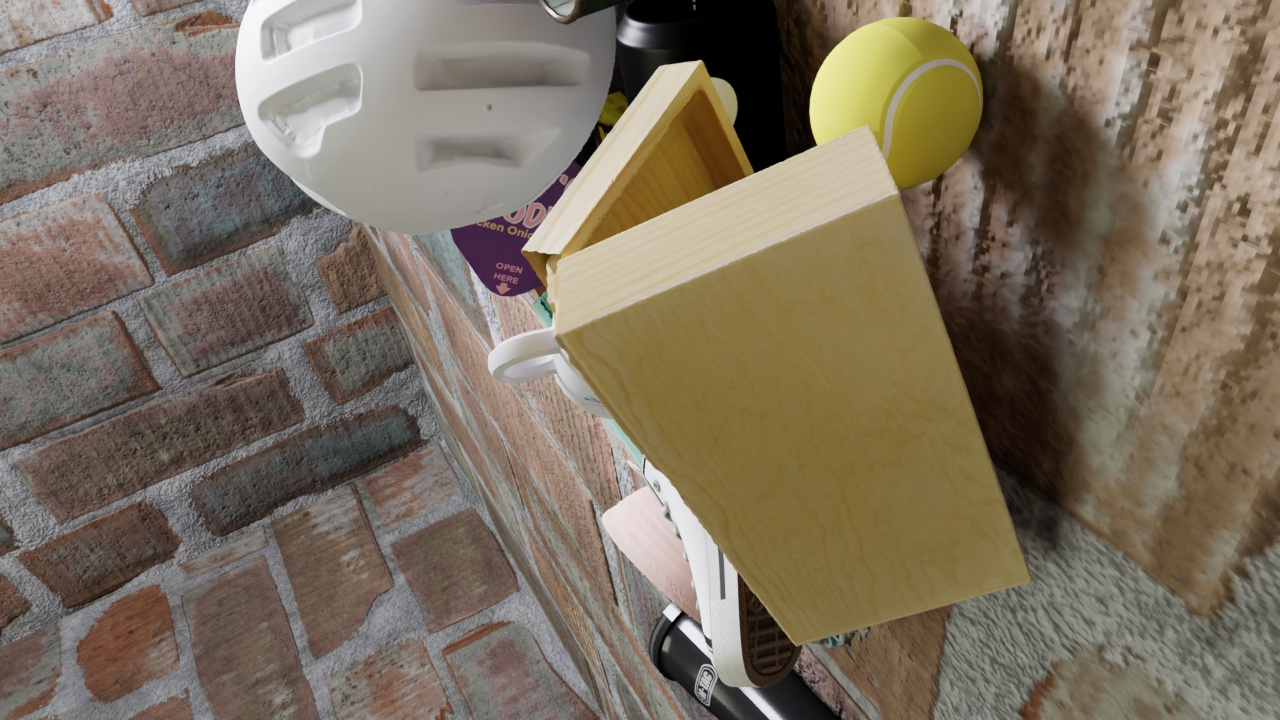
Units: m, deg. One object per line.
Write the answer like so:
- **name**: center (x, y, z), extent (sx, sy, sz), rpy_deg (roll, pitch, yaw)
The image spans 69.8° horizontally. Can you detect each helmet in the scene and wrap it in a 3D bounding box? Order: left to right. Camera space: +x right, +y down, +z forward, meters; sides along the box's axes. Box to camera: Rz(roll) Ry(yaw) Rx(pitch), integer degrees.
- **helmet**: center (-0.147, -0.206, 0.639), extent (0.183, 0.283, 0.224), rpy_deg (-6, -88, -70)

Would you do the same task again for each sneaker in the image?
- **sneaker**: center (0.037, 0.082, 0.588), extent (0.097, 0.091, 0.245), rpy_deg (-21, 68, 33)

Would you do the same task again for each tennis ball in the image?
- **tennis ball**: center (0.100, -0.100, 0.360), extent (0.065, 0.065, 0.065), rpy_deg (54, 160, 30)

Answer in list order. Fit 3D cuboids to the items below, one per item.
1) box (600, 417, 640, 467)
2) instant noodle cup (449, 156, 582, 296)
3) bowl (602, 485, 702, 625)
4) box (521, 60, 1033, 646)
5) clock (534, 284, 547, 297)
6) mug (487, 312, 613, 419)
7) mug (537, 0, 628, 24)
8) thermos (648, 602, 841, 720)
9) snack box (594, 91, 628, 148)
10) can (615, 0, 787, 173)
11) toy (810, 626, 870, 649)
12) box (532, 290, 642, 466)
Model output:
- **box**: center (-0.008, 0.052, 0.931), extent (0.151, 0.043, 0.216), rpy_deg (65, 163, -15)
- **instant noodle cup**: center (-0.099, -0.143, 0.771), extent (0.121, 0.121, 0.137), rpy_deg (-101, 28, -52)
- **bowl**: center (0.049, 0.148, 0.733), extent (0.153, 0.076, 0.153), rpy_deg (41, 179, 0)
- **box**: center (0.061, 0.014, 0.420), extent (0.248, 0.141, 0.184), rpy_deg (56, 179, -38)
- **clock**: center (-0.074, -0.081, 0.887), extent (0.110, 0.062, 0.157), rpy_deg (56, 174, 50)
- **mug**: center (-0.026, -0.010, 0.512), extent (0.096, 0.119, 0.083), rpy_deg (119, 136, -77)
- **mug**: center (-0.022, -0.234, 0.501), extent (0.085, 0.081, 0.111), rpy_deg (68, 162, -11)
- **thermos**: center (0.104, 0.309, 0.861), extent (0.219, 0.105, 0.106), rpy_deg (35, 146, 49)
- **snack box**: center (-0.004, -0.123, 0.696), extent (0.061, 0.025, 0.149), rpy_deg (49, 157, 39)
- **can**: center (0.037, -0.119, 0.491), extent (0.080, 0.080, 0.146), rpy_deg (45, 154, 48)
- **toy**: center (0.100, 0.115, 0.635), extent (0.133, 0.076, 0.175), rpy_deg (-35, 69, 35)
- **box**: center (-0.002, 0.003, 0.759), extent (0.080, 0.077, 0.188), rpy_deg (-32, 91, 41)
